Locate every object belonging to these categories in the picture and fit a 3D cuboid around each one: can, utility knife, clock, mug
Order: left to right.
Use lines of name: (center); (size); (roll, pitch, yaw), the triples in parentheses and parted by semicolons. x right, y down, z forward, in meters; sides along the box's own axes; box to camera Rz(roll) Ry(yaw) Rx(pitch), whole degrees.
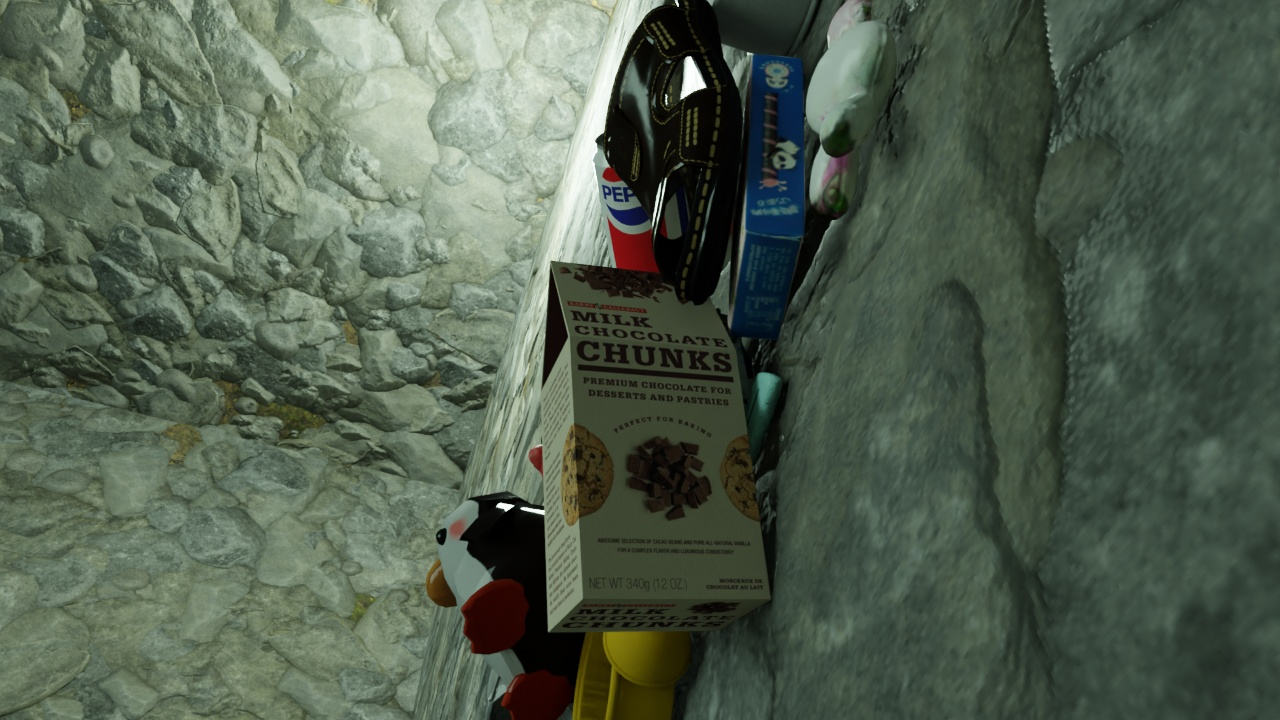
clock: (-0.008, 0.189, 0.559); (0.113, 0.052, 0.152); (-121, 43, -74)
can: (0.006, -0.110, 0.710); (0.070, 0.070, 0.132); (-95, -4, -60)
utility knife: (0.054, 0.072, 0.515); (0.022, 0.015, 0.141); (-126, 49, -67)
mug: (0.090, -0.273, 0.652); (0.113, 0.070, 0.084); (116, 164, -49)

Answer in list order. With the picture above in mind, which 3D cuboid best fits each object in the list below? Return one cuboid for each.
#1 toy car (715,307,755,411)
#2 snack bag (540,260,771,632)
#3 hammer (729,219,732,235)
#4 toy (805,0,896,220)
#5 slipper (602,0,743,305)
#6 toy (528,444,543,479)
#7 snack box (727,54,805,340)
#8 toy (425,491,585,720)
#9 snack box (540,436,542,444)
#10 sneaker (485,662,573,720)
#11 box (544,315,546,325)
toy car: (0.053, 0.011, 0.553); (0.039, 0.027, 0.089); (117, 154, -54)
snack bag: (0.000, 0.036, 0.503); (0.070, 0.094, 0.206); (123, 147, -56)
hammer: (0.067, -0.205, 0.720); (0.138, 0.035, 0.313); (-43, 33, 29)
toy: (0.108, -0.139, 0.474); (0.079, 0.038, 0.122); (101, 180, -69)
slipper: (0.016, -0.145, 0.573); (0.113, 0.076, 0.267); (94, 175, -49)
toy: (-0.054, 0.115, 0.806); (0.133, 0.088, 0.094); (120, 151, -53)
snack box: (0.074, -0.097, 0.539); (0.088, 0.033, 0.153); (93, -177, -53)
toy: (-0.084, 0.156, 0.690); (0.184, 0.140, 0.159); (21, 137, 58)
snack box: (-0.062, 0.040, 0.951); (0.072, 0.072, 0.121); (117, 163, -44)
sneaker: (-0.086, 0.252, 0.733); (0.090, 0.099, 0.235); (117, 157, -47)
box: (-0.018, -0.048, 0.882); (0.107, 0.131, 0.151); (-23, 82, 65)
